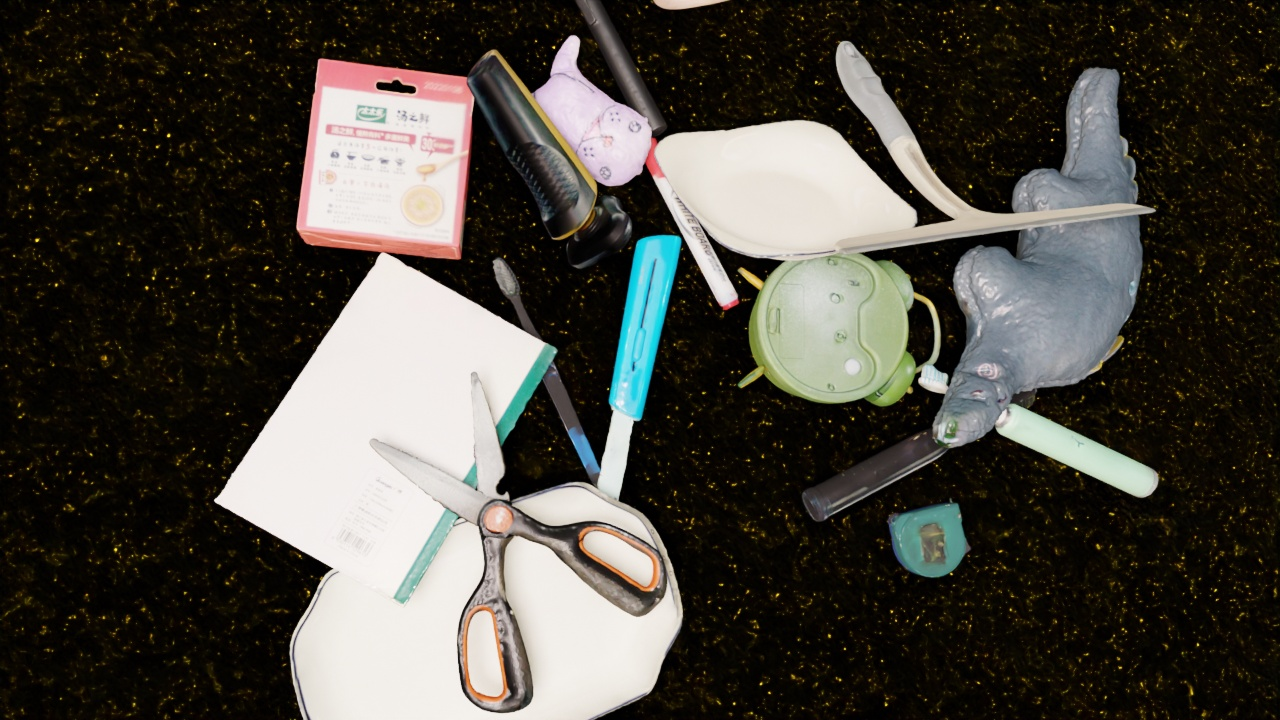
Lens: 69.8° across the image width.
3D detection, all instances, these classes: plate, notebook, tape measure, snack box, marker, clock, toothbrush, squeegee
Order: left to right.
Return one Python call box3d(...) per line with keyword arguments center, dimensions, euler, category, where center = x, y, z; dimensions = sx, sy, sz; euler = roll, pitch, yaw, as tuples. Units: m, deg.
box3d(center=(-0.182, -0.144, 0.669), dimensions=(0.113, 0.044, 0.127), euler=(6, 83, -7), category="snack box")
box3d(center=(-0.173, 0.043, 0.644), dimensions=(0.150, 0.012, 0.208), euler=(29, 73, 3), category="notebook")
box3d(center=(-0.104, 0.189, 0.644), dimensions=(0.265, 0.034, 0.162), euler=(-20, 85, -11), category="plate")
box3d(center=(-0.069, 0.009, 0.682), dimensions=(0.014, 0.016, 0.189), euler=(-24, 88, -5), category="toothbrush")
box3d(center=(-0.017, -0.235, 0.717), dimensions=(0.020, 0.022, 0.132), euler=(-28, 87, 25), category="marker")
box3d(center=(0.037, -0.106, 0.712), dimensions=(0.017, 0.017, 0.145), euler=(-27, 87, -11), category="marker")
box3d(center=(0.103, -0.121, 0.685), dimensions=(0.163, 0.034, 0.164), euler=(-11, 47, -19), category="plate")
box3d(center=(0.154, -0.023, 0.700), dimensions=(0.161, 0.056, 0.116), euler=(2, 83, -8), category="clock")
box3d(center=(0.203, -0.162, 0.692), dimensions=(0.246, 0.039, 0.246), euler=(-10, 50, -17), category="squeegee")
box3d(center=(0.223, 0.068, 0.715), dimensions=(0.212, 0.026, 0.027), euler=(-24, 121, -13), category="toothbrush")
box3d(center=(0.223, 0.138, 0.706), dimensions=(0.058, 0.025, 0.054), euler=(-11, 84, -9), category="tape measure")
box3d(center=(0.308, 0.056, 0.712), dimensions=(0.224, 0.027, 0.027), euler=(23, 69, -14), category="toothbrush")

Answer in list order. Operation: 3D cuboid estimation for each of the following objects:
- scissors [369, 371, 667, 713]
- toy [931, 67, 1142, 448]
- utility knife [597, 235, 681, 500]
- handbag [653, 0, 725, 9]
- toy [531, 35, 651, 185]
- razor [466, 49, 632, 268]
box3d(center=(-0.086, 0.128, 0.619), dimensions=(0.221, 0.022, 0.230), euler=(15, 81, -10), category="scissors")
box3d(center=(0.314, -0.061, 0.698), dimensions=(0.138, 0.092, 0.355), euler=(44, 67, -26), category="toy")
box3d(center=(-0.004, 0.004, 0.691), dimensions=(0.034, 0.018, 0.209), euler=(12, 82, -7), category="utility knife")
box3d(center=(0.127, -0.331, 0.677), dimensions=(0.234, 0.194, 0.093), euler=(-1, 85, -19), category="handbag")
box3d(center=(-0.038, -0.181, 0.696), dimensions=(0.108, 0.039, 0.084), euler=(40, 103, -1), category="toy")
box3d(center=(-0.068, -0.147, 0.668), dimensions=(0.167, 0.062, 0.067), euler=(55, 40, -13), category="razor")
